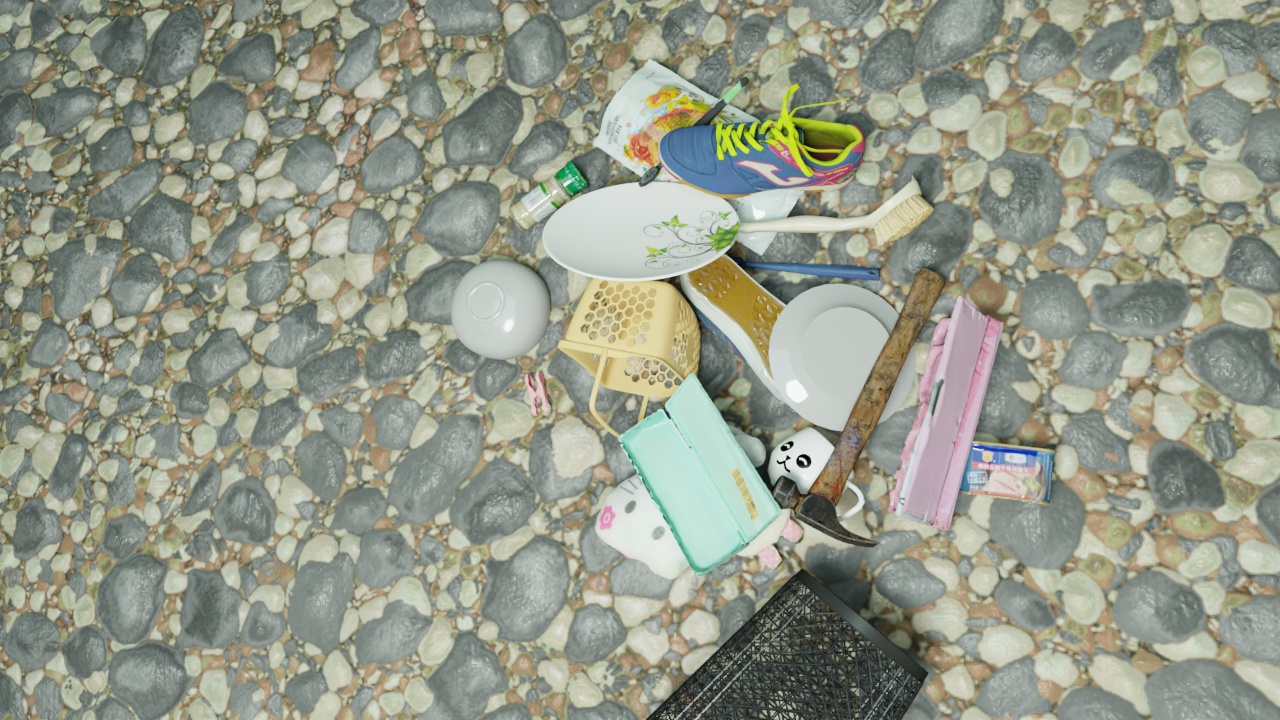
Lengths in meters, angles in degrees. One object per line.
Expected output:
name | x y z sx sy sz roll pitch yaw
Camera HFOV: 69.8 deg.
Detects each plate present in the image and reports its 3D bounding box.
plate | 0.001 -0.144 1.076 0.229 0.030 0.229 -3 37 2
plate | 0.234 -0.007 1.044 0.172 0.019 0.172 1 79 -6

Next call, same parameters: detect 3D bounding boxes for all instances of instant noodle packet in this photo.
instant noodle packet | 0.081 -0.262 1.154 0.269 0.057 0.147 34 94 14

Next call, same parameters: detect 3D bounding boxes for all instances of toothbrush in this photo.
toothbrush | 0.192 -0.112 1.111 0.190 0.017 0.016 7 84 18
toothbrush | 0.066 -0.282 1.131 0.188 0.017 0.014 -45 93 3

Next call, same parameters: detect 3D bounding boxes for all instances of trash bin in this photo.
trash bin | 0.156 0.364 0.953 0.217 0.217 0.243 39 87 19

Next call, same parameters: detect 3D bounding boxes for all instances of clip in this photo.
clip | -0.140 0.044 1.188 0.041 0.023 0.059 -22 77 9

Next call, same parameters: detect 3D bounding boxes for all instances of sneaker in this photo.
sneaker | 0.136 -0.034 1.091 0.087 0.079 0.235 -43 88 -14
sneaker | 0.142 -0.257 1.079 0.242 0.091 0.116 2 74 1

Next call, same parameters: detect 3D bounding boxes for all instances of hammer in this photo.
hammer | 0.264 0.041 1.003 0.120 0.033 0.329 29 72 5

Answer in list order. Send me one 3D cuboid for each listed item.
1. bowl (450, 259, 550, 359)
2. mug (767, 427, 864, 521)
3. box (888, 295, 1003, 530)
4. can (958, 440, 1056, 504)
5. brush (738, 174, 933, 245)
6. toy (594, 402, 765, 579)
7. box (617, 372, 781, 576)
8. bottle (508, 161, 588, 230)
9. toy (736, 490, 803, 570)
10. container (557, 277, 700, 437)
bowl | -0.189 -0.070 1.198 0.132 0.064 0.131 -3 80 17
mug | 0.196 0.135 1.022 0.076 0.090 0.124 -42 44 -2
box | 0.324 0.061 0.966 0.075 0.172 0.233 16 87 14
can | 0.392 0.120 0.992 0.100 0.054 0.059 6 85 19
brush | 0.206 -0.166 1.091 0.272 0.062 0.077 -5 71 15
toy | 0.044 0.150 1.080 0.137 0.085 0.209 40 92 21
box | 0.065 0.124 1.009 0.138 0.056 0.187 -40 65 22
bottle | -0.122 -0.216 1.214 0.110 0.042 0.042 -35 73 11
toy | 0.135 0.187 1.067 0.087 0.050 0.112 -42 77 7
container | -0.006 0.006 1.068 0.129 0.183 0.166 11 76 18
